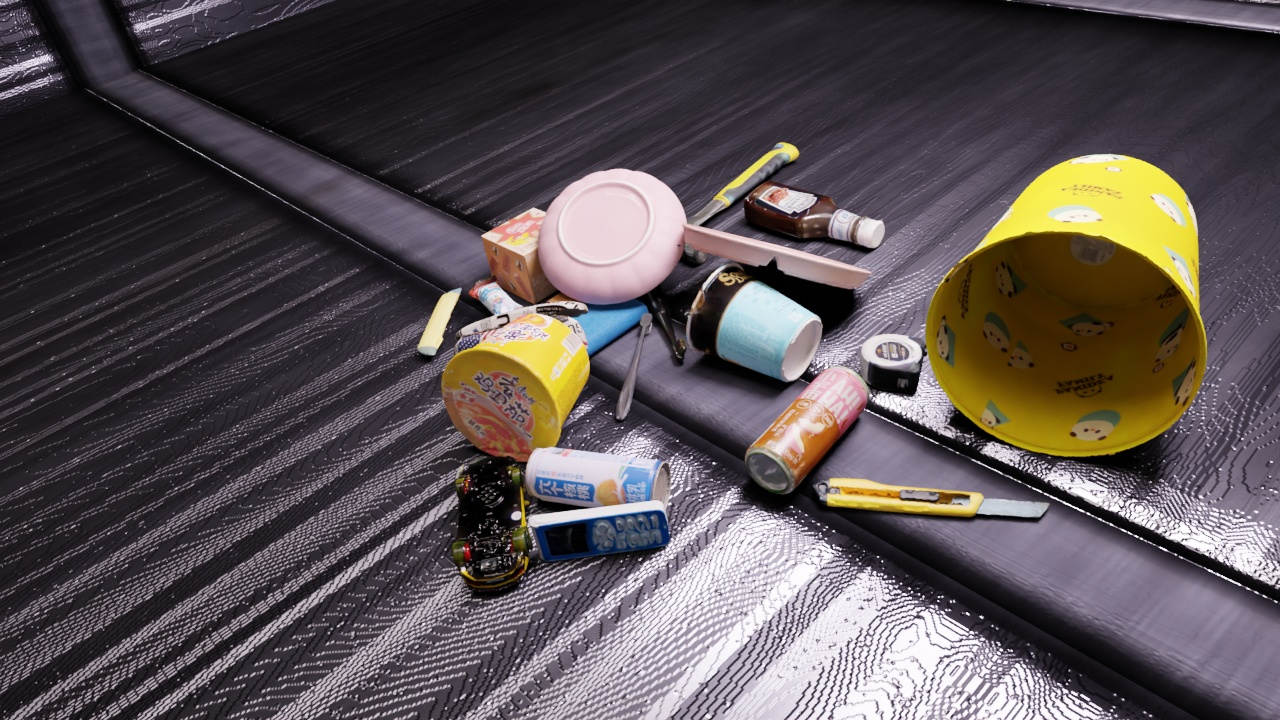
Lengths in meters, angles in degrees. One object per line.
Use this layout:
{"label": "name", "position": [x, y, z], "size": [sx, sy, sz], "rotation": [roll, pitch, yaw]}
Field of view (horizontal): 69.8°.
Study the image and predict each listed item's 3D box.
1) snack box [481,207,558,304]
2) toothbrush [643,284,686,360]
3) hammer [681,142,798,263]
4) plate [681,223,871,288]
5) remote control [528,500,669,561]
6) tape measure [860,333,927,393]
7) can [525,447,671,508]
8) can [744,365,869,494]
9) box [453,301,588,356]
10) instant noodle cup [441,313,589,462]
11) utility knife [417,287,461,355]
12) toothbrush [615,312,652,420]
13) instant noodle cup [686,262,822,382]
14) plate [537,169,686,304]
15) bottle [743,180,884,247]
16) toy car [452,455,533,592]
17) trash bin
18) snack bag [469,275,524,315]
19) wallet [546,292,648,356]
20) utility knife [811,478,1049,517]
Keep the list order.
{"label": "snack box", "position": [-0.143, -0.142, 1.232], "size": [0.092, 0.077, 0.094], "rotation": [-35, 44, -29]}
{"label": "toothbrush", "position": [0.024, -0.065, 1.134], "size": [0.026, 0.027, 0.212], "rotation": [13, 30, -24]}
{"label": "hammer", "position": [0.124, -0.240, 1.335], "size": [0.126, 0.032, 0.322], "rotation": [21, 47, 34]}
{"label": "plate", "position": [0.158, -0.123, 1.088], "size": [0.229, 0.028, 0.229], "rotation": [14, 9, -2]}
{"label": "remote control", "position": [-0.037, 0.155, 0.843], "size": [0.125, 0.049, 0.024], "rotation": [-8, 35, 2]}
{"label": "tape measure", "position": [0.270, 0.001, 0.985], "size": [0.066, 0.034, 0.065], "rotation": [10, 40, 21]}
{"label": "can", "position": [-0.041, 0.117, 0.890], "size": [0.135, 0.053, 0.053], "rotation": [5, 40, 19]}
{"label": "can", "position": [0.165, 0.067, 0.903], "size": [0.058, 0.058, 0.147], "rotation": [22, 48, 35]}
{"label": "box", "position": [-0.138, -0.017, 1.066], "size": [0.163, 0.076, 0.088], "rotation": [-10, 80, 14]}
{"label": "instant noodle cup", "position": [-0.125, 0.021, 0.978], "size": [0.138, 0.138, 0.109], "rotation": [7, 33, 21]}
{"label": "utility knife", "position": [-0.260, -0.054, 1.195], "size": [0.031, 0.018, 0.167], "rotation": [-1, 39, 5]}
{"label": "toothbrush", "position": [-0.006, 0.006, 1.060], "size": [0.016, 0.018, 0.180], "rotation": [5, 41, 10]}
{"label": "instant noodle cup", "position": [0.130, -0.034, 1.014], "size": [0.120, 0.111, 0.111], "rotation": [30, 52, 31]}
{"label": "plate", "position": [-0.039, -0.162, 1.137], "size": [0.192, 0.039, 0.192], "rotation": [-5, 66, 10]}
{"label": "bottle", "position": [0.235, -0.194, 1.240], "size": [0.195, 0.044, 0.079], "rotation": [25, 50, 36]}
{"label": "toy car", "position": [-0.141, 0.151, 0.878], "size": [0.071, 0.041, 0.155], "rotation": [-12, 39, -2]}
{"label": "trash bin", "position": [0.429, -0.072, 0.899], "size": [0.230, 0.230, 0.254], "rotation": [13, 38, 28]}
{"label": "snack bag", "position": [-0.187, -0.077, 1.199], "size": [0.045, 0.026, 0.105], "rotation": [-24, 41, -23]}
{"label": "wallet", "position": [-0.071, -0.050, 1.130], "size": [0.132, 0.040, 0.106], "rotation": [-35, 48, -29]}
{"label": "utility knife", "position": [0.262, 0.126, 0.838], "size": [0.209, 0.015, 0.033], "rotation": [2, 41, 15]}
